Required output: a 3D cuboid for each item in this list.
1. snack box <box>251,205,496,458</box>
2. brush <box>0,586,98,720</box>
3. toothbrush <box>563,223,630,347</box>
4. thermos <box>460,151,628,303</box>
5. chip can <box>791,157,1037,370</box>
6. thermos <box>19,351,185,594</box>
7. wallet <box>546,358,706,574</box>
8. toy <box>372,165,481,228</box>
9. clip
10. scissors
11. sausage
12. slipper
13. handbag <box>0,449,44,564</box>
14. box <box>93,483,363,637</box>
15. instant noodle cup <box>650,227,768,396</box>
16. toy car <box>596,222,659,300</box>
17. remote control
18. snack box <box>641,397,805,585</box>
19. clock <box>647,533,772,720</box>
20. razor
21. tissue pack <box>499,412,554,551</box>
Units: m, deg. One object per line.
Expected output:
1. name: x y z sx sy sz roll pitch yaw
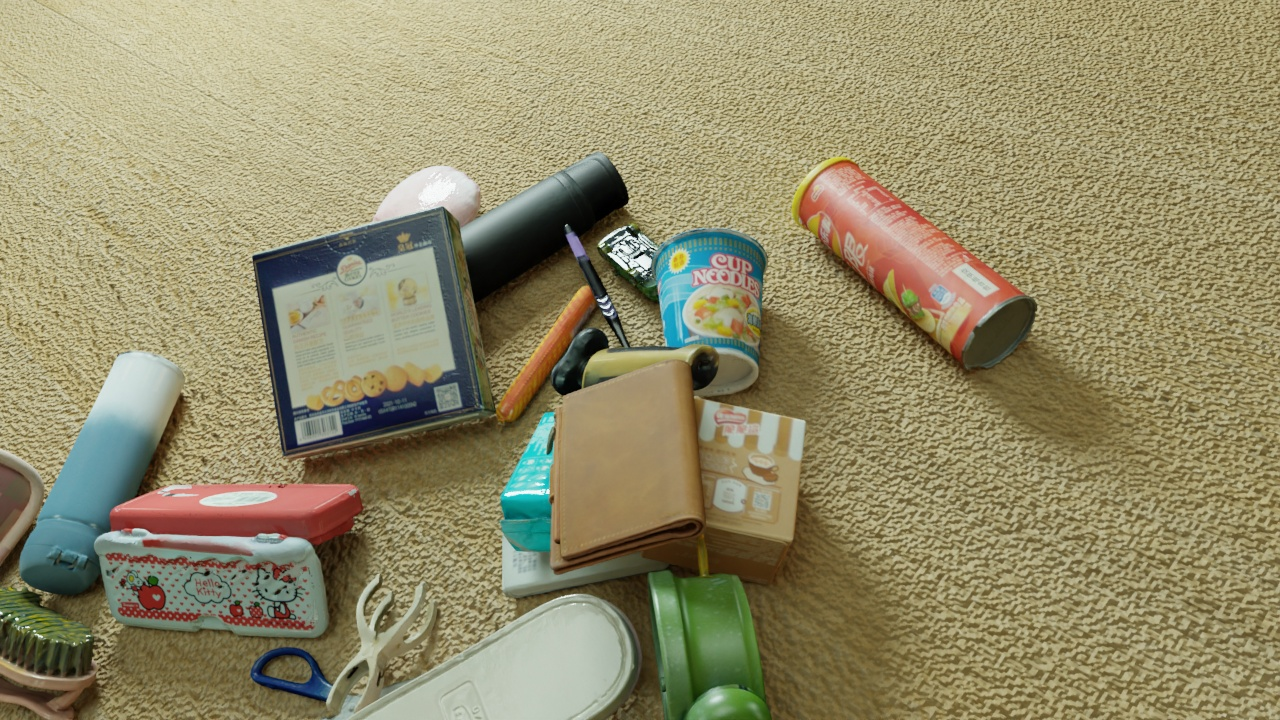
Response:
1. snack box: -0.229 -0.022 0.786 0.178 0.046 0.182 -13 82 7
2. brush: -0.480 0.229 0.713 0.146 0.063 0.073 14 87 23
3. toothbrush: -0.033 -0.054 0.805 0.014 0.017 0.189 -25 62 -2
4. thermos: -0.130 -0.114 0.880 0.242 0.068 0.090 -33 23 -13
5. chip can: 0.214 -0.084 0.740 0.073 0.073 0.216 -32 50 -9
6. thermos: -0.473 0.095 0.810 0.070 0.070 0.220 -6 52 12
7. wallet: -0.018 0.067 0.593 0.119 0.035 0.130 -22 44 20
8. toy: -0.233 -0.138 0.929 0.121 0.054 0.159 27 63 40
9. clip: -0.196 0.199 0.656 0.087 0.035 0.104 22 56 30
10. scissors: -0.217 0.244 0.649 0.162 0.012 0.163 -37 52 -16
11. sausage: -0.079 -0.007 0.800 0.021 0.021 0.164 17 59 28
12. slipper: -0.117 0.250 0.582 0.274 0.054 0.114 -36 58 -7
13. handbag: -0.626 0.116 0.727 0.093 0.234 0.192 10 56 25
14. box: -0.322 0.155 0.734 0.201 0.100 0.095 -2 12 17
15. instant noodle cup: 0.058 -0.034 0.740 0.099 0.099 0.109 -7 59 11
16. toy car: -0.002 -0.089 0.832 0.043 0.036 0.091 -35 52 -11
17. remote control: -0.040 0.138 0.672 0.125 0.024 0.049 -13 49 7
18. snack box: 0.057 0.089 0.632 0.093 0.077 0.094 12 55 3
19. clock: 0.041 0.196 0.543 0.056 0.116 0.161 -8 47 -3
20. razor: -0.004 0.004 0.700 0.062 0.067 0.168 -5 0 -37
21. tissue pack: -0.042 0.083 0.679 0.093 0.050 0.133 -5 29 16
